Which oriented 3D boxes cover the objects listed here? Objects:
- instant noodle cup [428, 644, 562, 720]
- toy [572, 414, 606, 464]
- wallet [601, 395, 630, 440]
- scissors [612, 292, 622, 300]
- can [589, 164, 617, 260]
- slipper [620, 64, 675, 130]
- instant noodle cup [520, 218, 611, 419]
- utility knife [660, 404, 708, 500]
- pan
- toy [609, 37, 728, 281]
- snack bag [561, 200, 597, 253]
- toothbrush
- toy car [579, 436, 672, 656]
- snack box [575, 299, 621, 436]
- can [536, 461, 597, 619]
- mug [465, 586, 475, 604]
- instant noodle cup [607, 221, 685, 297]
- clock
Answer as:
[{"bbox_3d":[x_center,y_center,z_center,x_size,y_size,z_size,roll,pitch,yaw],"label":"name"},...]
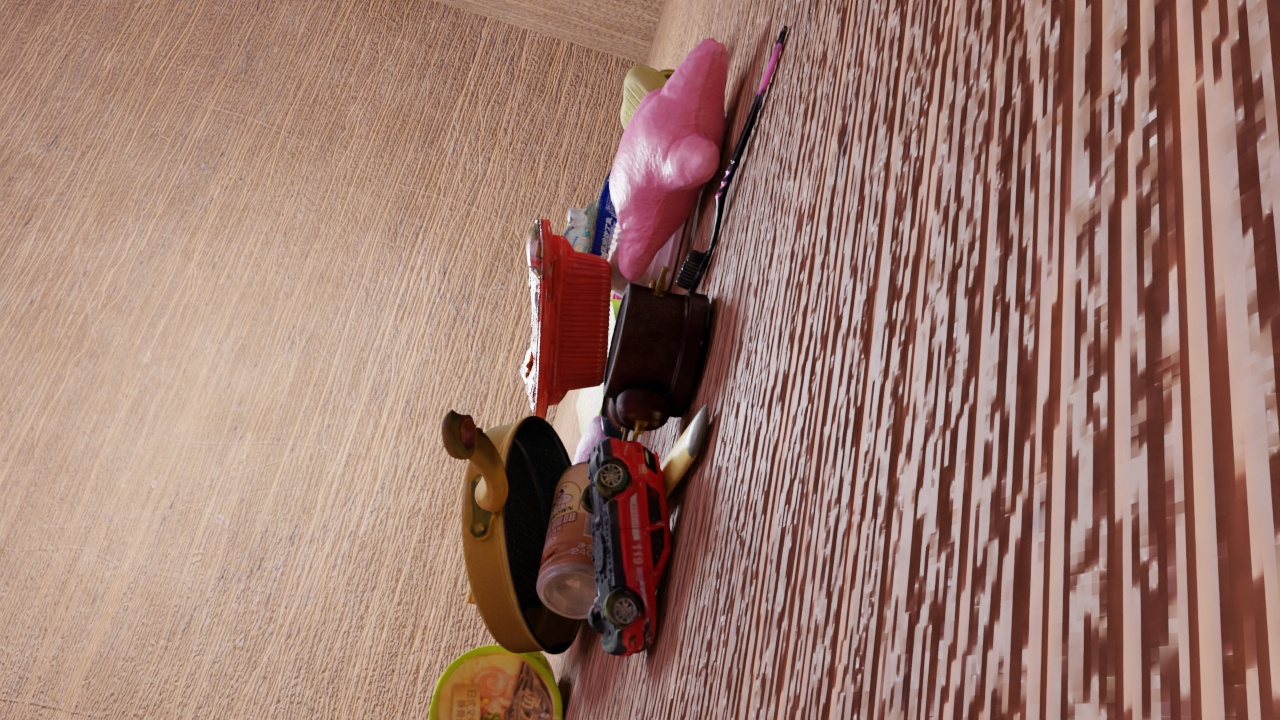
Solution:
[{"bbox_3d":[-0.121,0.303,0.821,0.123,0.112,0.111,96,-172,-81],"label":"instant noodle cup"},{"bbox_3d":[-0.045,0.104,0.895,0.084,0.039,0.108,40,113,64],"label":"toy"},{"bbox_3d":[-0.005,0.005,0.808,0.116,0.033,0.090,113,167,-47],"label":"wallet"},{"bbox_3d":[-0.021,-0.017,1.014,0.131,0.017,0.133,179,94,-70],"label":"scissors"},{"bbox_3d":[-0.017,-0.167,1.095,0.074,0.049,0.148,-41,-27,-44],"label":"can"},{"bbox_3d":[0.031,-0.268,0.992,0.081,0.091,0.190,-36,-6,-3],"label":"slipper"},{"bbox_3d":[-0.073,-0.039,0.872,0.164,0.079,0.189,-129,42,-77],"label":"instant noodle cup"},{"bbox_3d":[0.009,0.079,0.562,0.189,0.020,0.030,126,164,-56],"label":"utility knife"},{"bbox_3d":[-0.096,0.113,0.699,0.357,0.078,0.197,56,-153,-62],"label":"pan"},{"bbox_3d":[0.023,-0.181,0.769,0.195,0.074,0.178,126,150,-44],"label":"toy"},{"bbox_3d":[-0.051,-0.153,1.161,0.190,0.039,0.110,-25,-33,-57],"label":"snack bag"},{"bbox_3d":[0.061,-0.132,0.620,0.014,0.018,0.189,-84,12,-67],"label":"toothbrush"},{"bbox_3d":[-0.007,0.103,0.514,0.053,0.045,0.120,124,146,-66],"label":"toy car"},{"bbox_3d":[-0.035,0.022,0.972,0.085,0.026,0.157,-103,25,-49],"label":"snack box"},{"bbox_3d":[-0.042,0.134,0.696,0.116,0.058,0.059,-84,11,-56],"label":"can"},{"bbox_3d":[-0.115,0.223,0.912,0.081,0.106,0.115,-87,13,-63],"label":"mug"},{"bbox_3d":[0.009,-0.139,0.906,0.138,0.060,0.173,128,158,-75],"label":"instant noodle cup"},{"bbox_3d":[0.007,0.004,0.591,0.082,0.055,0.122,155,129,-82],"label":"clock"}]
